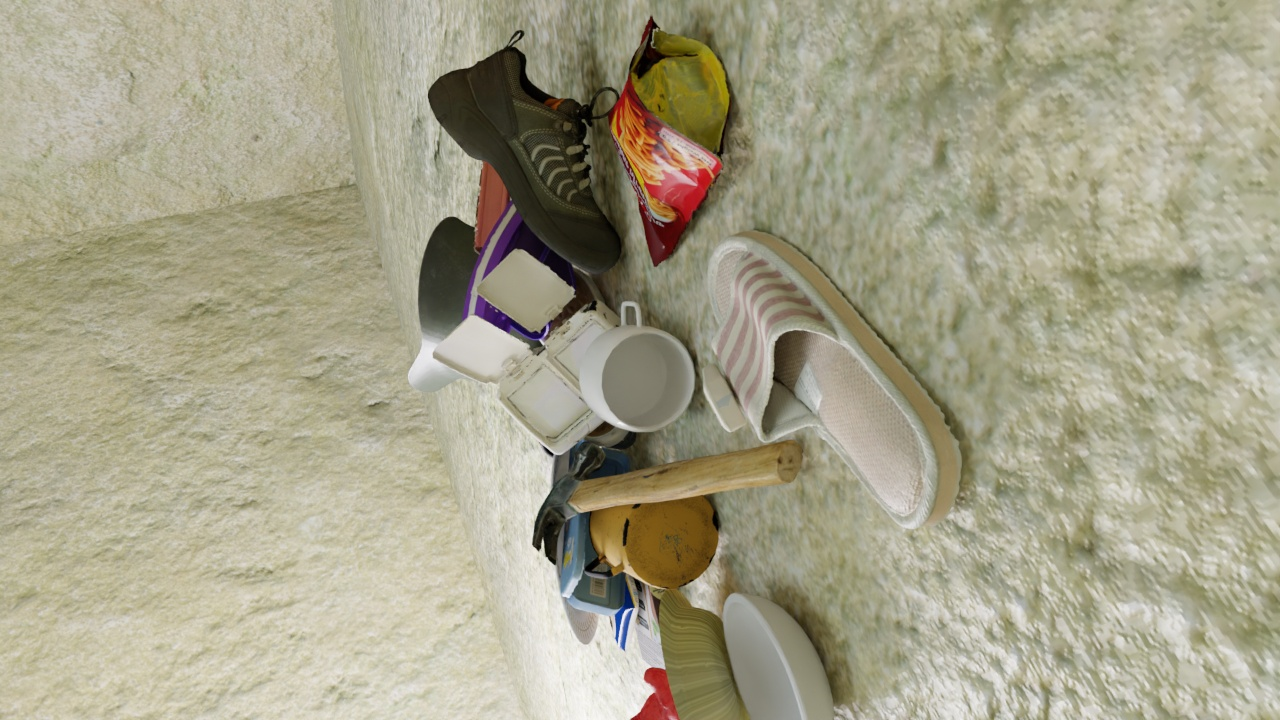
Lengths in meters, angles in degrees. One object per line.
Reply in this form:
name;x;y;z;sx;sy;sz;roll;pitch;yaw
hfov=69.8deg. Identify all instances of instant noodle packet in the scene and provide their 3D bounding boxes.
instant noodle packet;-0.024;0.273;1.062;0.134;0.026;0.087;99;156;-50

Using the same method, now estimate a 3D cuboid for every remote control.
remote control;0.061;0.026;0.694;0.038;0.018;0.125;62;-175;-4

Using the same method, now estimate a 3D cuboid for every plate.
plate;-0.077;0.200;1.050;0.242;0.016;0.242;-6;-91;-82
plate;0.071;0.289;0.822;0.184;0.036;0.184;-22;-90;-78

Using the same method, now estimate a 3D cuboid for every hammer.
hammer;0.009;0.107;0.779;0.033;0.131;0.331;46;146;-18

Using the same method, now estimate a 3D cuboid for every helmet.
helmet;-0.189;-0.066;1.155;0.268;0.154;0.226;73;-154;-66

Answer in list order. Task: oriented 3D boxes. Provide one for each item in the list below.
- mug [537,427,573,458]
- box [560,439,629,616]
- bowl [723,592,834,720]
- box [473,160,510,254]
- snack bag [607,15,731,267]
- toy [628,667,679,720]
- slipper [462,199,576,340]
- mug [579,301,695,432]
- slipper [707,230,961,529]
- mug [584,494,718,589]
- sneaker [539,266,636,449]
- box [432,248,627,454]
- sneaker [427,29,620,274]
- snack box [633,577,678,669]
mug;-0.095;0.071;1.158;0.118;0.082;0.098;55;180;-45
box;-0.041;0.159;0.976;0.086;0.073;0.208;109;166;-44
bowl;0.116;0.253;0.731;0.150;0.043;0.149;165;90;-74
box;-0.157;-0.207;1.060;0.070;0.057;0.187;14;-100;-65
snack bag;0.018;-0.167;0.721;0.208;0.066;0.139;132;116;-78
toy;0.053;0.354;0.964;0.088;0.093;0.133;50;123;32
slipper;-0.105;-0.102;0.965;0.107;0.084;0.265;93;-171;-45
mug;-0.005;0.005;0.818;0.068;0.094;0.115;-169;74;-71
slipper;0.101;0.007;0.585;0.263;0.052;0.115;-126;30;-47
mug;0.004;0.167;0.865;0.100;0.123;0.094;58;162;-11
sneaker;-0.054;-0.005;1.005;0.079;0.087;0.235;41;-158;-57
box;-0.091;-0.004;0.869;0.187;0.145;0.057;40;-159;-22
sneaker;-0.071;-0.206;0.872;0.238;0.143;0.101;48;-166;-21
snack box;0.012;0.263;1.050;0.101;0.031;0.186;177;79;-71
